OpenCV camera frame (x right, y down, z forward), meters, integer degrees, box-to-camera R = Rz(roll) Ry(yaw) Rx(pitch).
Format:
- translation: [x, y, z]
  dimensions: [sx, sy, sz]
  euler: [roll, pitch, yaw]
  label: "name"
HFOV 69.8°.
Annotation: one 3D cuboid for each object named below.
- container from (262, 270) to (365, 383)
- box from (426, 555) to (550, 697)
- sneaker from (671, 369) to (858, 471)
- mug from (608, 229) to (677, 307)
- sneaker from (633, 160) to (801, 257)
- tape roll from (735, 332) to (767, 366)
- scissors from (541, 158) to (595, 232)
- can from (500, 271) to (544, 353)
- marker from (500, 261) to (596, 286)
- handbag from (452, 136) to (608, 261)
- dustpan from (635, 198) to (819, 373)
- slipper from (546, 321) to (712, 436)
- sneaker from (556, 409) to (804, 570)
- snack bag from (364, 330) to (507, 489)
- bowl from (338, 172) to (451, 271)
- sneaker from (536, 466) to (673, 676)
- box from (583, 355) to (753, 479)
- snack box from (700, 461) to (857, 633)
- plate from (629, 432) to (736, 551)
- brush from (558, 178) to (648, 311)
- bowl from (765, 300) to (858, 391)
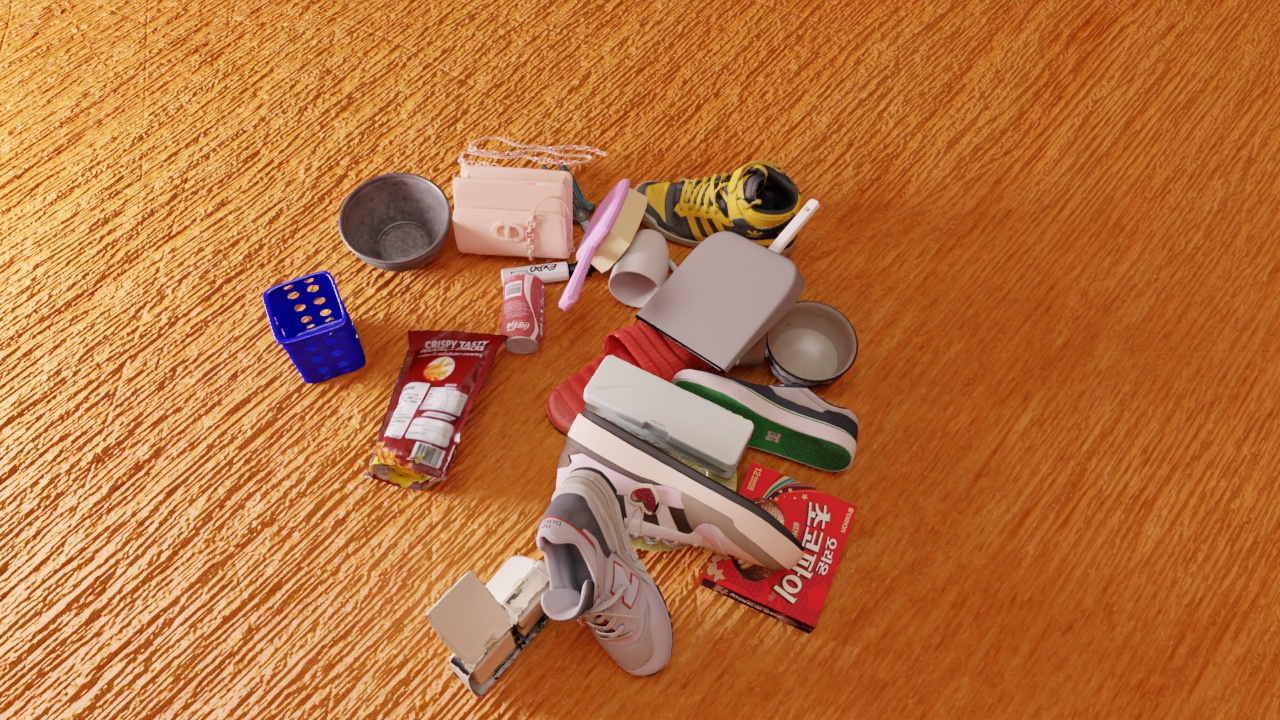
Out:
- translation: [-0.396, -0.037, 1.124]
  dimensions: [0.085, 0.114, 0.084]
  euler: [-20, 65, -12]
  label: "container"
- translation: [-0.153, 0.253, 0.950]
  dimensions: [0.081, 0.182, 0.143]
  euler: [34, 62, 19]
  label: "box"
- translation: [0.153, 0.056, 1.124]
  dimensions: [0.235, 0.084, 0.078]
  euler: [21, 50, 4]
  label: "sneaker"
- translation: [0.018, -0.118, 1.217]
  dimensions: [0.107, 0.071, 0.089]
  euler: [30, 53, -18]
  label: "mug"
- translation: [0.103, -0.215, 1.232]
  dimensions: [0.238, 0.122, 0.085]
  euler: [15, 62, 4]
  label: "sneaker"
- translation: [0.139, -0.039, 1.158]
  dimensions: [0.030, 0.094, 0.093]
  euler: [4, 63, -1]
  label: "tape roll"
- translation: [-0.101, -0.220, 1.284]
  dimensions: [0.135, 0.019, 0.130]
  euler: [15, 70, 6]
  label: "scissors"
- translation: [-0.151, -0.061, 1.180]
  dimensions: [0.054, 0.054, 0.096]
  euler: [0, 63, -3]
  label: "can"
- translation: [-0.122, -0.117, 1.226]
  dimensions: [0.126, 0.025, 0.025]
  euler: [-8, 63, -6]
  label: "marker"
- translation: [-0.150, -0.219, 1.262]
  dimensions: [0.199, 0.117, 0.186]
  euler: [4, 32, 4]
  label: "handbag"
- translation: [0.133, -0.110, 1.134]
  dimensions: [0.257, 0.033, 0.163]
  euler: [-49, 48, -7]
  label: "dustpan"
- translation: [-0.007, 0.007, 1.150]
  dimensions: [0.248, 0.059, 0.103]
  euler: [-29, 68, -14]
  label: "slipper"
- translation: [0.032, 0.172, 1.011]
  dimensions: [0.294, 0.111, 0.116]
  euler: [29, 87, 10]
  label: "sneaker"
- translation: [-0.253, 0.048, 1.107]
  dimensions: [0.139, 0.067, 0.207]
  euler: [-1, 59, 23]
  label: "snack bag"
- translation: [-0.321, -0.172, 1.222]
  dimensions: [0.145, 0.067, 0.144]
  euler: [1, 63, -2]
  label: "bowl"
- translation: [-0.049, 0.240, 0.945]
  dimensions: [0.089, 0.124, 0.240]
  euler: [-18, 96, 27]
  label: "sneaker"
- translation: [0.033, 0.063, 1.077]
  dimensions: [0.199, 0.072, 0.086]
  euler: [24, 92, 11]
  label: "box"
- translation: [0.161, 0.214, 1.062]
  dimensions: [0.133, 0.036, 0.151]
  euler: [23, 64, 9]
  label: "snack box"
- translation: [0.020, 0.141, 1.094]
  dimensions: [0.184, 0.036, 0.184]
  euler: [1, 63, -2]
  label: "plate"
- translation: [-0.050, -0.141, 1.184]
  dimensions: [0.043, 0.089, 0.228]
  euler: [33, 48, -16]
  label: "brush"
- translation: [0.212, -0.012, 1.167]
  dimensions: [0.115, 0.059, 0.115]
  euler: [1, 63, -2]
  label: "bowl"
